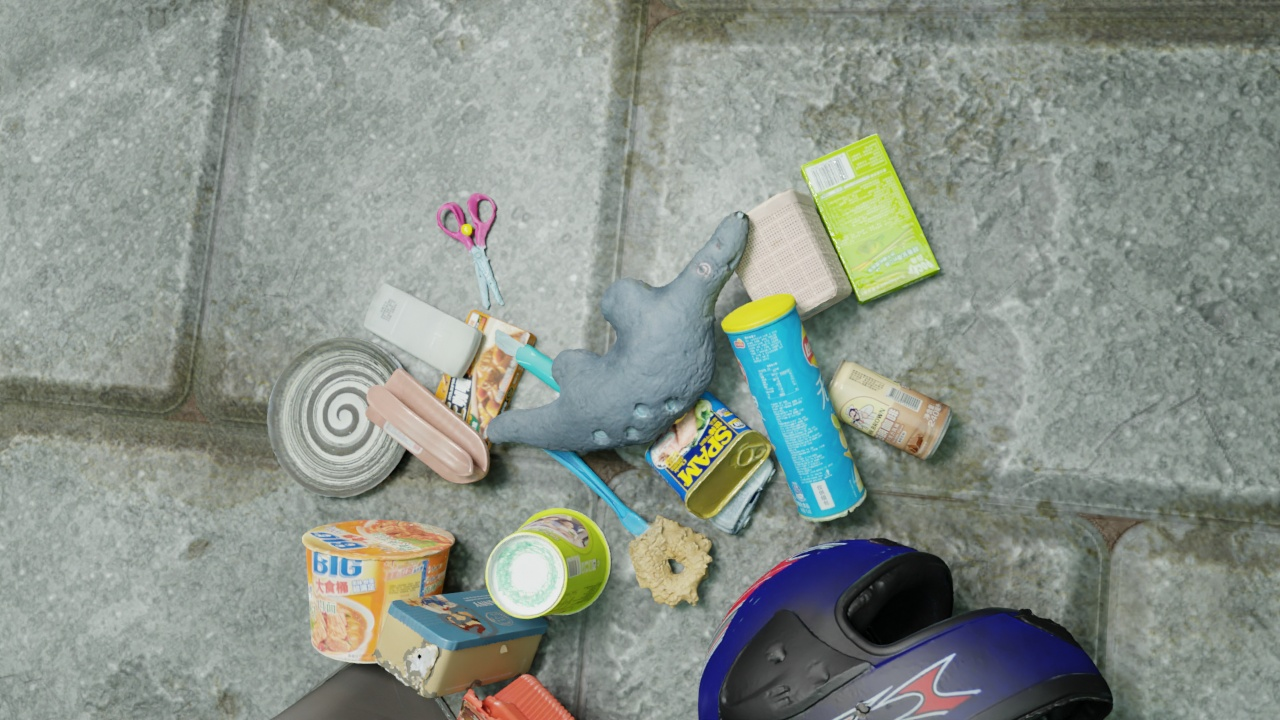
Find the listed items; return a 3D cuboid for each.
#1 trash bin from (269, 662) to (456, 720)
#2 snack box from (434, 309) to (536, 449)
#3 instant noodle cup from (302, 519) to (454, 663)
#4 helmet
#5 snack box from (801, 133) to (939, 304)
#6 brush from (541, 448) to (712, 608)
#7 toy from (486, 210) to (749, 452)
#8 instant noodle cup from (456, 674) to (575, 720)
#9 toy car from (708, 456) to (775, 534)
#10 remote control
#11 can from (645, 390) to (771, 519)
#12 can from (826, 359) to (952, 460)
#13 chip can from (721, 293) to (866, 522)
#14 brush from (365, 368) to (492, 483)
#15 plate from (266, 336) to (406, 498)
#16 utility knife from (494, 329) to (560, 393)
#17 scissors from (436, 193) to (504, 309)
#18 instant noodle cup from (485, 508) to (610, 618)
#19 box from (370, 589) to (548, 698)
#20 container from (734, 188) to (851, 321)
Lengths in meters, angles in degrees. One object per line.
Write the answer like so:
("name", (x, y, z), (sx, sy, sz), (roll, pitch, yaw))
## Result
("trash bin", (-0.304, 0.416, 0.883), (0.199, 0.219, 0.199), (-39, 80, 5))
("snack box", (-0.177, 0.029, 0.996), (0.075, 0.026, 0.153), (22, 89, 13))
("instant noodle cup", (-0.269, 0.234, 0.938), (0.151, 0.151, 0.111), (5, 93, 12))
("helmet", (0.194, 0.271, 0.782), (0.316, 0.247, 0.240), (-43, 46, 15))
("snack box", (0.232, -0.143, 0.933), (0.086, 0.026, 0.156), (-23, 80, 8))
("brush", (-0.025, 0.151, 0.951), (0.254, 0.046, 0.083), (42, 97, 16))
("toy", (-0.005, 0.005, 0.900), (0.357, 0.091, 0.138), (-43, 72, 18))
("instant noodle cup", (-0.101, 0.378, 0.886), (0.164, 0.189, 0.078), (44, 61, 11))
("toy car", (0.101, 0.131, 0.927), (0.043, 0.034, 0.090), (29, 89, 16))
("remote control", (-0.239, -0.033, 1.002), (0.150, 0.021, 0.058), (26, 91, 27))
("can", (0.064, 0.091, 0.911), (0.102, 0.057, 0.083), (-49, 46, 2))
("can", (0.238, 0.048, 0.895), (0.116, 0.058, 0.058), (26, 89, 13))
("chip can", (0.147, 0.046, 0.866), (0.071, 0.071, 0.210), (-21, 106, 8))
("brush", (-0.216, 0.074, 0.948), (0.145, 0.073, 0.063), (37, 92, 13))
("plate", (-0.331, 0.062, 1.025), (0.179, 0.024, 0.179), (-1, 84, 13))
("utility knife", (-0.080, 0.021, 0.972), (0.182, 0.013, 0.029), (34, 93, 2))
("scissors", (-0.172, -0.123, 1.020), (0.073, 0.017, 0.137), (-26, 84, -2))
("instant noodle cup", (-0.097, 0.206, 0.911), (0.112, 0.123, 0.111), (-1, 84, 11))
("box", (-0.168, 0.272, 0.897), (0.090, 0.184, 0.061), (22, 94, 27))
("container", (0.145, -0.096, 0.908), (0.090, 0.089, 0.111), (-30, 81, 24))
